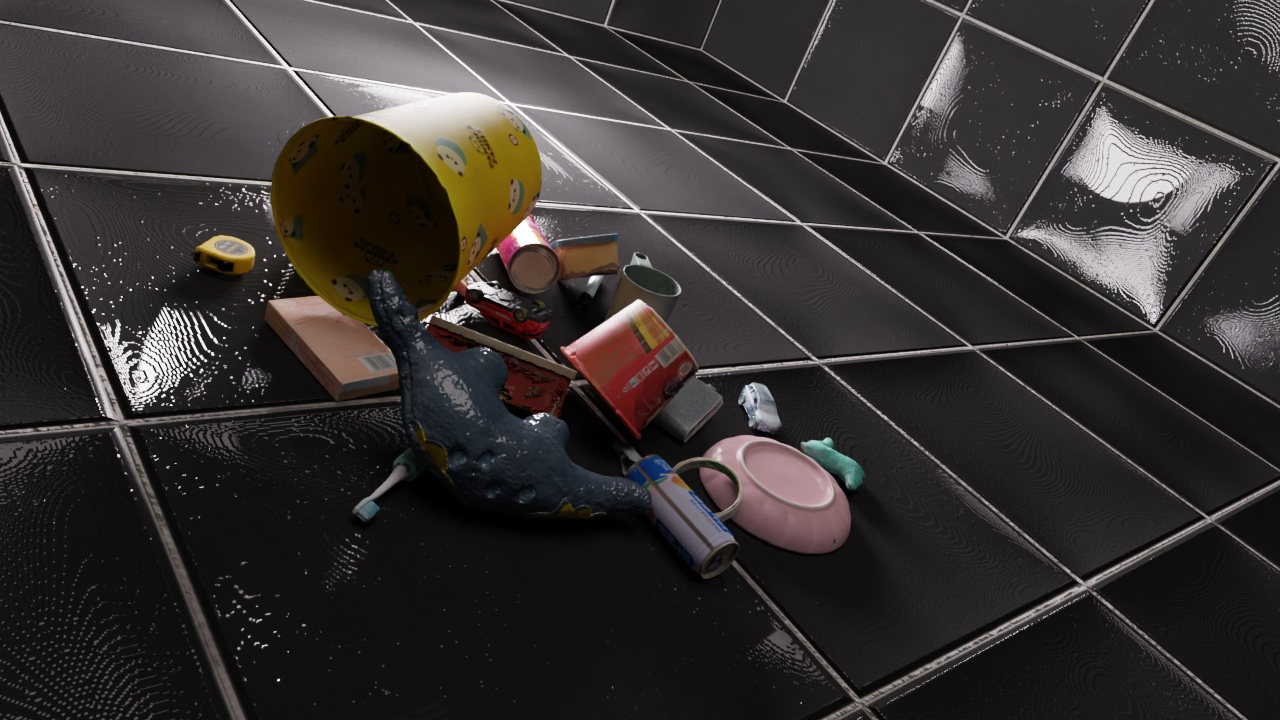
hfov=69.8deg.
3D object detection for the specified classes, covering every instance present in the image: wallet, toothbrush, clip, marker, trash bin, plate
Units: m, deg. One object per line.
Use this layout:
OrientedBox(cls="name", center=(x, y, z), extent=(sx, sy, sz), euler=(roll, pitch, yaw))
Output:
OrientedBox(cls="wallet", center=(0.029, 0.042, 1.158), extent=(0.130, 0.037, 0.106), euler=(32, 39, 18))
OrientedBox(cls="toothbrush", center=(-0.213, 0.092, 0.890), extent=(0.027, 0.027, 0.223), euler=(37, 28, 2))
OrientedBox(cls="clip", center=(-0.013, 0.109, 1.028), extent=(0.024, 0.029, 0.057), euler=(14, 18, -23))
OrientedBox(cls="marker", center=(-0.074, -0.107, 1.362), extent=(0.018, 0.023, 0.130), euler=(-13, 24, 15))
OrientedBox(cls="trash bin", center=(-0.249, -0.194, 1.061), extent=(0.229, 0.230, 0.254), euler=(27, 33, 6))
OrientedBox(cls="plate", center=(0.164, 0.145, 1.074), extent=(0.192, 0.039, 0.192), euler=(18, 28, -10))

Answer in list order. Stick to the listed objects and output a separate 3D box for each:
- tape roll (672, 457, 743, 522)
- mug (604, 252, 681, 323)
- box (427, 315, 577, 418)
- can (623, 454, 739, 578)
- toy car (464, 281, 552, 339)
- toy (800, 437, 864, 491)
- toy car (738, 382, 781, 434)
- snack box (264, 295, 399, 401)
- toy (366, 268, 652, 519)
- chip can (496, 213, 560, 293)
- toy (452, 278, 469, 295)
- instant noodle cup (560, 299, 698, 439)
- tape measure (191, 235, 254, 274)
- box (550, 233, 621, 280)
OrientedBox(cls="tape roll", center=(0.069, 0.142, 1.002), extent=(0.086, 0.014, 0.085), euler=(2, 42, -2))
OrientedBox(cls="mug", center=(-0.005, -0.077, 1.271), extent=(0.083, 0.104, 0.123), euler=(12, 28, -21))
OrientedBox(cls="box", center=(-0.161, 0.017, 1.005), extent=(0.168, 0.077, 0.091), euler=(21, -3, -4))
OrientedBox(cls="can", center=(0.040, 0.158, 0.938), extent=(0.053, 0.053, 0.134), euler=(-4, 38, -42))
OrientedBox(cls="toy car", center=(-0.173, -0.065, 1.183), extent=(0.120, 0.045, 0.052), euler=(27, 25, 19))
OrientedBox(cls="toy", center=(0.250, 0.128, 1.185), extent=(0.092, 0.030, 0.096), euler=(34, 23, 14))
OrientedBox(cls="toy car", center=(0.162, 0.064, 1.226), extent=(0.043, 0.034, 0.090), euler=(17, 29, -20))
OrientedBox(cls="snack box", center=(-0.330, -0.017, 0.994), extent=(0.157, 0.026, 0.084), euler=(40, 31, 29))
OrientedBox(cls="toy", center=(-0.147, 0.064, 0.873), extent=(0.356, 0.092, 0.137), euler=(44, 62, -9))
OrientedBox(cls="chip can", center=(-0.164, -0.157, 1.283), extent=(0.071, 0.071, 0.210), euler=(12, 18, -21))
OrientedBox(cls="toy", center=(-0.326, -0.149, 1.186), extent=(0.225, 0.083, 0.143), euler=(12, 44, -28))
OrientedBox(cls="instant noodle cup", center=(-0.006, 0.006, 1.052), extent=(0.138, 0.108, 0.138), euler=(50, -4, 4))
OrientedBox(cls="tape measure", center=(-0.477, -0.119, 1.059), extent=(0.057, 0.029, 0.059), euler=(20, 27, -4))
OrientedBox(cls="box", center=(-0.078, -0.144, 1.289), extent=(0.089, 0.059, 0.184), euler=(-8, 5, -9))
